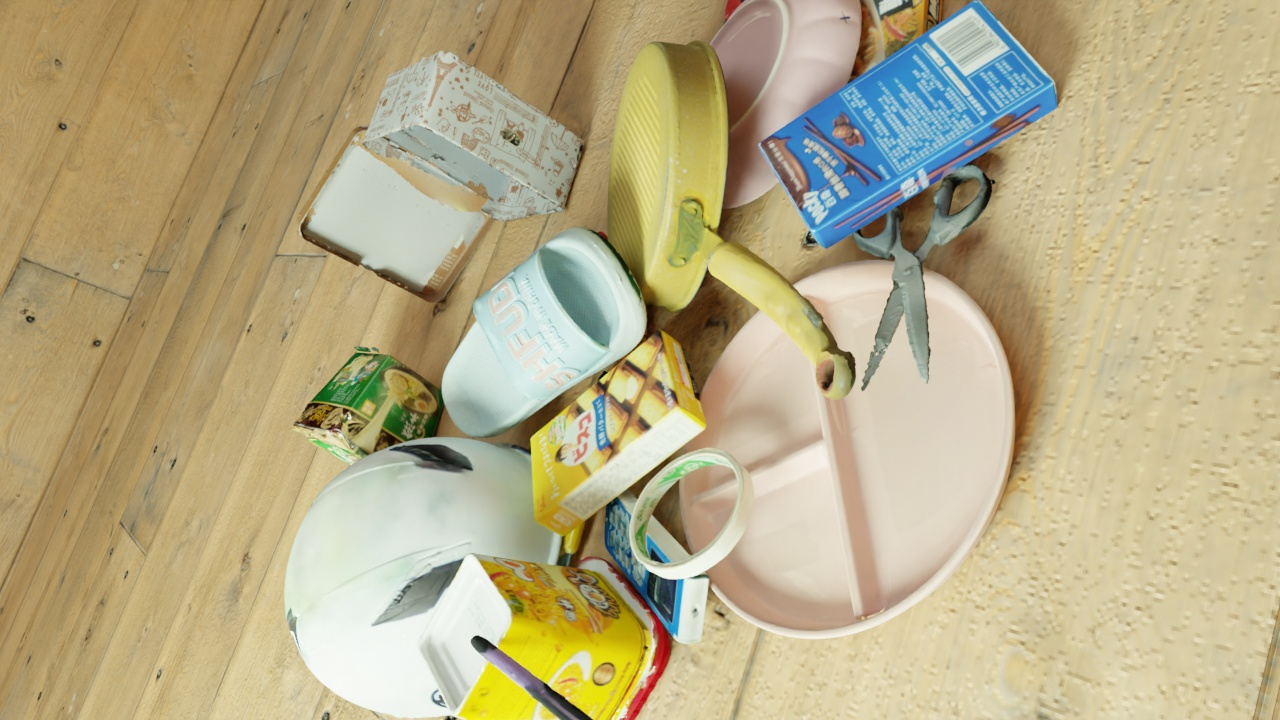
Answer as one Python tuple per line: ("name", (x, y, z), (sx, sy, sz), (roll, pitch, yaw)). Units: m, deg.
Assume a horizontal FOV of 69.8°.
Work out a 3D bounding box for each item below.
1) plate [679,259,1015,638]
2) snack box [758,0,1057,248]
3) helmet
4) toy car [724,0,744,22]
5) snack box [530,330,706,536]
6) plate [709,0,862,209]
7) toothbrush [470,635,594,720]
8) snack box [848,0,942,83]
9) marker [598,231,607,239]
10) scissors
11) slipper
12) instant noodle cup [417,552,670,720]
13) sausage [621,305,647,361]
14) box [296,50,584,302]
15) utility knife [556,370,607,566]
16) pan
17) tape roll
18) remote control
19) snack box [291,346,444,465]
("plate", (0.114, 0.049, 0.544), (0.230, 0.028, 0.229), (-28, 49, 37))
("snack box", (0.159, -0.144, 0.561), (0.157, 0.026, 0.084), (-31, 56, 13))
("helmet", (-0.194, 0.161, 0.736), (0.259, 0.145, 0.228), (-35, 46, 37))
("toy car", (0.109, -0.313, 0.758), (0.107, 0.031, 0.049), (-17, 55, 46))
("snack box", (-0.020, 0.052, 0.648), (0.141, 0.033, 0.086), (-41, 33, 23))
("plate", (0.084, -0.211, 0.694), (0.193, 0.039, 0.192), (-38, 41, 43))
("toothbrush", (-0.021, 0.215, 0.519), (0.014, 0.189, 0.017), (-50, -7, -37))
("snack box", (0.171, -0.237, 0.643), (0.075, 0.026, 0.153), (-11, 61, 45))
("marker", (-0.081, -0.068, 0.850), (0.145, 0.017, 0.017), (-41, 43, 27))
("scissors", (0.151, -0.052, 0.525), (0.164, 0.014, 0.164), (-43, 33, -5))
("slipper", (-0.092, -0.012, 0.699), (0.246, 0.074, 0.104), (-39, 75, 40))
("instant noodle cup", (-0.066, 0.187, 0.597), (0.116, 0.123, 0.116), (-60, 38, 4))
("sausage", (-0.004, 0.004, 0.713), (0.022, 0.021, 0.164), (-29, 50, 37))
("box", (-0.203, -0.184, 0.927), (0.270, 0.179, 0.136), (-33, 47, 32))
("utility knife", (-0.049, 0.114, 0.709), (0.033, 0.015, 0.223), (-6, 65, 56))
("pan", (0.046, -0.089, 0.622), (0.356, 0.078, 0.198), (-107, 24, -53))
("tape roll", (0.031, 0.093, 0.563), (0.086, 0.014, 0.085), (-29, 35, 23))
("remote control", (0.009, 0.131, 0.606), (0.125, 0.024, 0.049), (-141, 50, -59))
("snack box", (-0.265, 0.056, 0.931), (0.118, 0.117, 0.105), (5, 61, 48))
